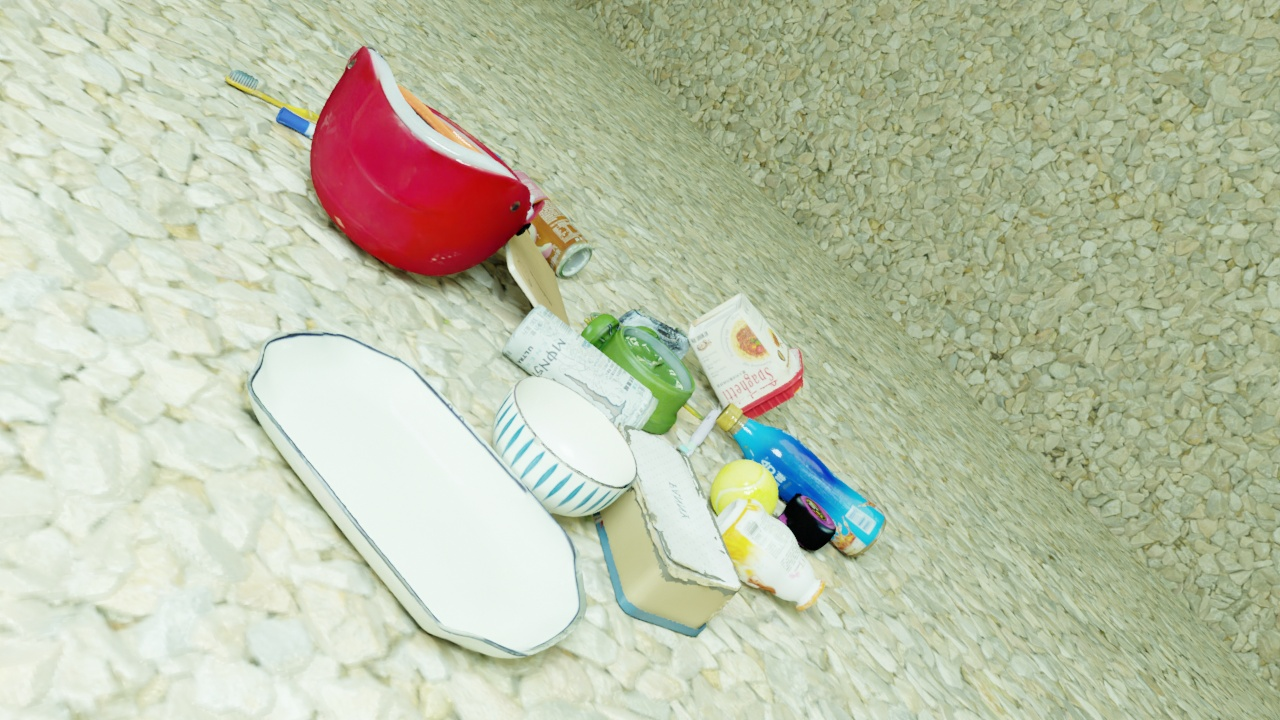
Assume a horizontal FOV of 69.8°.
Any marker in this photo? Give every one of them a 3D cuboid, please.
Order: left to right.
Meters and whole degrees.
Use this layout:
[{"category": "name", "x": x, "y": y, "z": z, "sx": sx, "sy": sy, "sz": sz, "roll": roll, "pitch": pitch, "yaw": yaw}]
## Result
[{"category": "marker", "x": -0.306, "y": -0.219, "z": 0.954, "sx": 0.145, "sy": 0.017, "sz": 0.017, "roll": 26, "pitch": 25, "yaw": -36}]

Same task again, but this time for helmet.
[{"category": "helmet", "x": -0.205, "y": -0.161, "z": 0.839, "sx": 0.207, "sy": 0.144, "sz": 0.240, "roll": 40, "pitch": 6, "yaw": -6}]

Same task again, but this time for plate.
[{"category": "plate", "x": -0.144, "y": 0.083, "z": 0.583, "sx": 0.265, "sy": 0.034, "sz": 0.161, "roll": 45, "pitch": 20, "yaw": 13}]

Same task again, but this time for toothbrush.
[{"category": "toothbrush", "x": -0.341, "y": -0.258, "z": 0.965, "sx": 0.191, "sy": 0.018, "sz": 0.016, "roll": 19, "pitch": 31, "yaw": -46}, {"category": "toothbrush", "x": 0.063, "y": 0.079, "z": 0.999, "sx": 0.188, "sy": 0.029, "sz": 0.021, "roll": -32, "pitch": 114, "yaw": -71}]

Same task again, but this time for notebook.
[{"category": "notebook", "x": -0.110, "y": -0.092, "z": 0.967, "sx": 0.148, "sy": 0.008, "sz": 0.207, "roll": 59, "pitch": 6, "yaw": -36}]

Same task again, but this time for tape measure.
[{"category": "tape measure", "x": 0.177, "y": 0.174, "z": 0.978, "sx": 0.057, "sy": 0.039, "sz": 0.057, "roll": 40, "pitch": 15, "yaw": -2}]

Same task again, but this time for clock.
[{"category": "clock", "x": -0.006, "y": 0.006, "z": 0.971, "sx": 0.116, "sy": 0.056, "sz": 0.161, "roll": 18, "pitch": 30, "yaw": -50}]

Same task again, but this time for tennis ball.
[{"category": "tennis ball", "x": 0.101, "y": 0.130, "z": 0.890, "sx": 0.065, "sy": 0.066, "sz": 0.065, "roll": 35, "pitch": 20, "yaw": -16}]

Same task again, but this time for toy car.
[{"category": "toy car", "x": 0.014, "y": -0.024, "z": 1.081, "sx": 0.105, "sy": 0.049, "sz": 0.031, "roll": 25, "pitch": 21, "yaw": -37}]

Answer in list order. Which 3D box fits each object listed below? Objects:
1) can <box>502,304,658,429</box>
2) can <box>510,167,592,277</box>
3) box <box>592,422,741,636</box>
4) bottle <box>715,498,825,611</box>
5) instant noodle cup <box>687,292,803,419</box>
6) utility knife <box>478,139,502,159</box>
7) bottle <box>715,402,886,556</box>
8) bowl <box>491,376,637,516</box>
[{"category": "can", "x": -0.056, "y": 0.013, "z": 0.858, "sx": 0.146, "sy": 0.058, "sz": 0.058, "roll": 39, "pitch": 20, "yaw": -7}, {"category": "can", "x": -0.123, "y": -0.168, "z": 1.120, "sx": 0.147, "sy": 0.058, "sz": 0.057, "roll": 48, "pitch": 21, "yaw": 18}, {"category": "box", "x": 0.015, "y": 0.135, "z": 0.734, "sx": 0.089, "sy": 0.061, "sz": 0.184, "roll": 29, "pitch": 25, "yaw": -29}, {"category": "bottle", "x": 0.114, "y": 0.175, "z": 0.820, "sx": 0.108, "sy": 0.063, "sz": 0.063, "roll": 41, "pitch": 20, "yaw": 2}, {"category": "instant noodle cup", "x": 0.123, "y": -0.005, "z": 1.111, "sx": 0.124, "sy": 0.116, "sz": 0.116, "roll": 55, "pitch": 17, "yaw": -12}, {"category": "utility knife", "x": -0.179, "y": -0.250, "z": 1.250, "sx": 0.187, "sy": 0.018, "sz": 0.034, "roll": 52, "pitch": 11, "yaw": 30}, {"category": "bottle", "x": 0.175, "y": 0.129, "z": 1.032, "sx": 0.218, "sy": 0.065, "sz": 0.065, "roll": 40, "pitch": 20, "yaw": 0}, {"category": "bowl", "x": -0.067, "y": 0.074, "z": 0.697, "sx": 0.116, "sy": 0.066, "sz": 0.116, "roll": 36, "pitch": 19, "yaw": -15}]
